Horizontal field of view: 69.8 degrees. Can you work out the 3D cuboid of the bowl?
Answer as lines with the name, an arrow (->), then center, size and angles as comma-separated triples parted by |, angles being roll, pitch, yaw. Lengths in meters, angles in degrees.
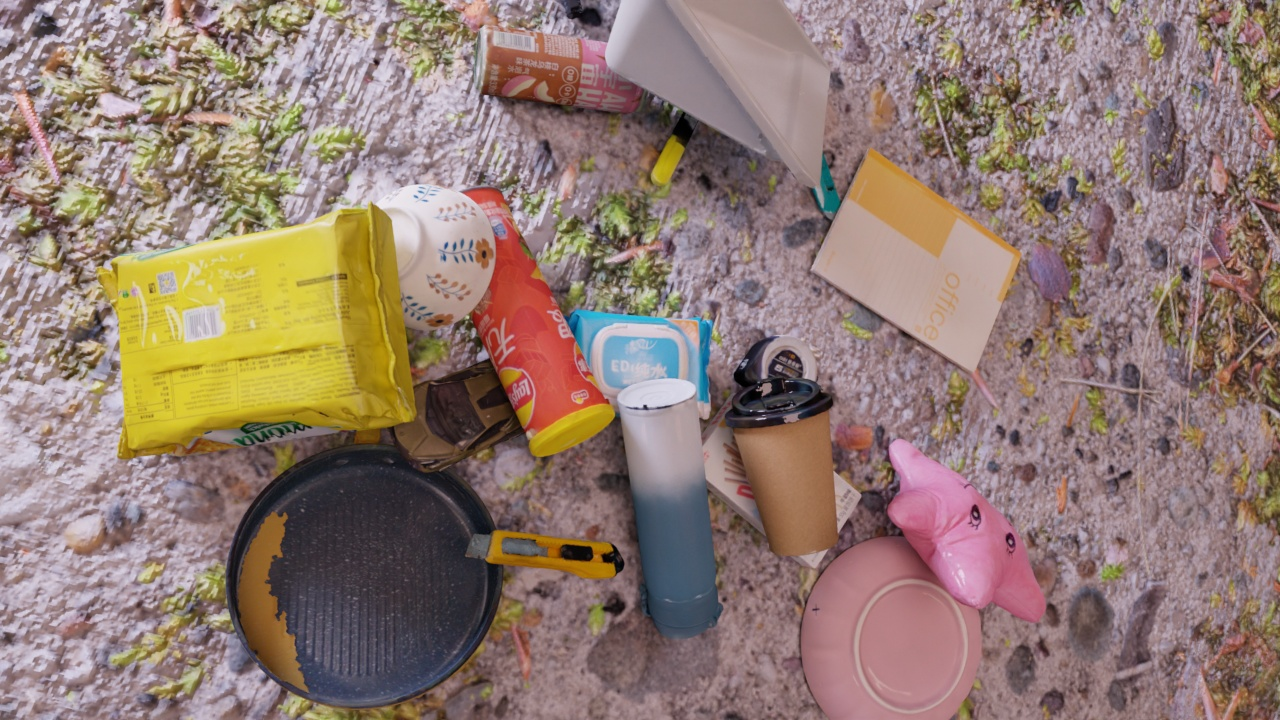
bowl -> -0.173, -0.083, 0.694 | 0.114, 0.062, 0.113 | -2, 83, 19

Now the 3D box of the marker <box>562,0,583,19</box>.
marker -> -0.075, -0.373, 0.826 | 0.018, 0.023, 0.130 | -16, 91, -13

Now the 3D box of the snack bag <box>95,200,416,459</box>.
snack bag -> -0.278, -0.018, 0.652 | 0.247, 0.068, 0.158 | -9, 87, 16

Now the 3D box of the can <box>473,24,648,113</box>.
can -> -0.068, -0.252, 0.797 | 0.147, 0.058, 0.058 | 3, 84, -17

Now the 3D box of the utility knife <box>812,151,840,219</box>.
utility knife -> 0.164, -0.210, 0.889 | 0.029, 0.013, 0.160 | -21, 92, -18

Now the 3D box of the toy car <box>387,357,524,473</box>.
toy car -> -0.133, 0.039, 0.726 | 0.157, 0.042, 0.070 | -27, 87, -55

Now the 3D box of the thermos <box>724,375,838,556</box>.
thermos -> 0.127, 0.089, 0.787 | 0.093, 0.093, 0.143 | -15, 98, -18

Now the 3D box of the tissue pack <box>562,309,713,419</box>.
tissue pack -> -0.005, 0.005, 0.791 | 0.140, 0.063, 0.090 | 4, 84, -17

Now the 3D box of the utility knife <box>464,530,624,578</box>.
utility knife -> -0.072, 0.157, 0.739 | 0.173, 0.015, 0.033 | 19, 50, -46

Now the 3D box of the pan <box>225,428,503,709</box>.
pan -> -0.210, 0.081, 0.710 | 0.197, 0.078, 0.356 | 1, 63, -22

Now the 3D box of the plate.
plate -> 0.243, 0.263, 0.857 | 0.192, 0.039, 0.192 | 2, 84, -17

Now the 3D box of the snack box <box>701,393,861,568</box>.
snack box -> 0.121, 0.110, 0.840 | 0.157, 0.027, 0.084 | 40, 75, -11

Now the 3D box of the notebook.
notebook -> 0.279, -0.098, 0.913 | 0.206, 0.010, 0.145 | 30, 77, -15

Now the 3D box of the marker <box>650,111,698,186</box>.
marker -> 0.040, -0.214, 0.852 | 0.018, 0.015, 0.124 | 30, 74, -14

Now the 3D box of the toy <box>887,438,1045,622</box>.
toy -> 0.299, 0.170, 0.835 | 0.194, 0.178, 0.075 | 38, 120, -10

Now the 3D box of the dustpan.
dustpan -> 0.073, -0.304, 0.766 | 0.257, 0.143, 0.222 | 22, 45, -7

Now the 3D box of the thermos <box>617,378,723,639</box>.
thermos -> 0.024, 0.127, 0.758 | 0.070, 0.070, 0.221 | -13, 110, -18

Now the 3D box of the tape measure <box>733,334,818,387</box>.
tape measure -> 0.129, 0.010, 0.848 | 0.066, 0.034, 0.066 | 40, 77, -12

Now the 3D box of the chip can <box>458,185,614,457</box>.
chip can -> -0.097, -0.033, 0.732 | 0.073, 0.073, 0.216 | -22, 73, -18
